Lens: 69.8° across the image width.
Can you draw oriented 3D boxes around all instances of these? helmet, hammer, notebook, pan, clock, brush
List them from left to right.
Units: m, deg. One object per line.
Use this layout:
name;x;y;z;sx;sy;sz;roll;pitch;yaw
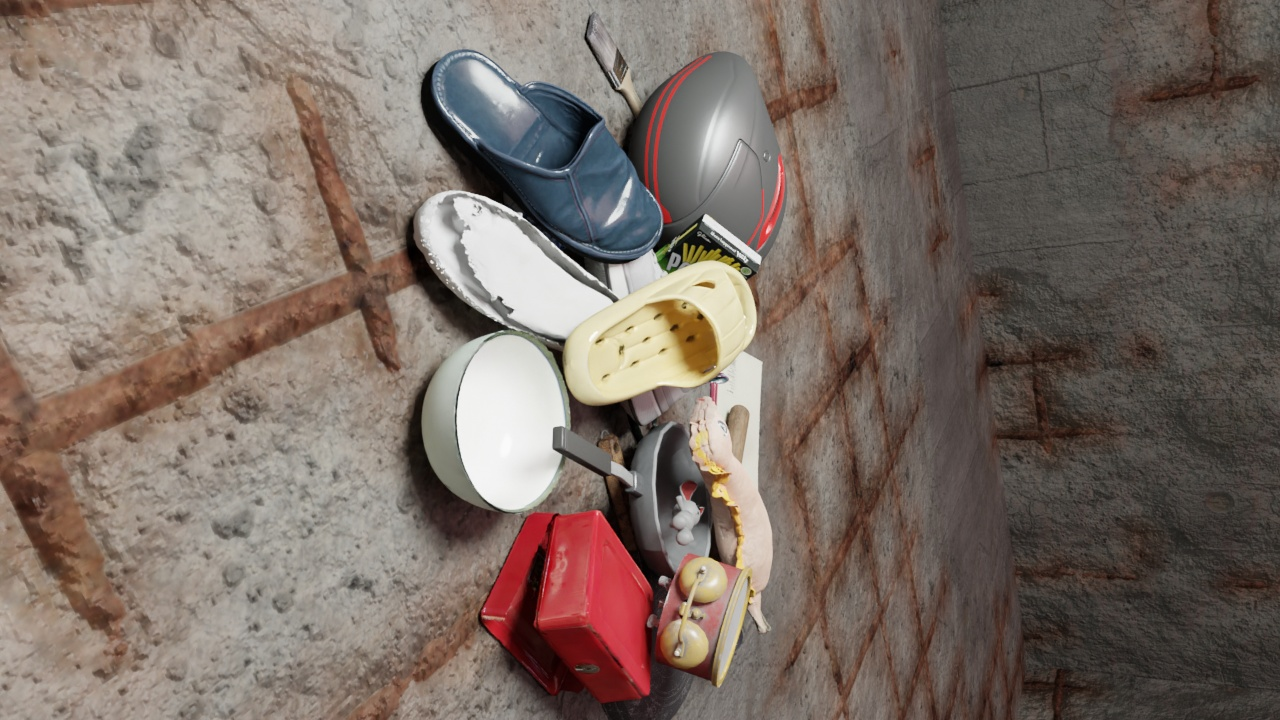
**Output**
brush;-0.023;-0.329;1.061;0.151;0.012;0.038;54;43;-43
pan;-0.005;0.127;0.933;0.357;0.041;0.178;41;44;-59
pan;0.004;0.246;1.025;0.207;0.040;0.357;-31;115;-56
clock;0.052;0.245;0.890;0.159;0.081;0.117;58;48;-68
helmet;0.069;-0.225;1.056;0.169;0.164;0.264;11;87;-47
hammer;0.104;0.189;1.152;0.129;0.040;0.320;54;38;-40
notebook;0.133;0.085;1.279;0.153;0.012;0.208;24;66;-55

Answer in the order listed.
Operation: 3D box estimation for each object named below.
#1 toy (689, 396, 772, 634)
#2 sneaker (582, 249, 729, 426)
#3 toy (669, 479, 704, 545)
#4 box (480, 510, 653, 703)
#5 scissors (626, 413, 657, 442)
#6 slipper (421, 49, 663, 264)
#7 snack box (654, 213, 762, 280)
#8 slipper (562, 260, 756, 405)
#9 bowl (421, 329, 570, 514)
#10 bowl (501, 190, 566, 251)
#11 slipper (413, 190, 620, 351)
toy;0.104;0.170;1.019;0.264;0.065;0.195;64;15;-52
sneaker;0.017;-0.067;0.971;0.128;0.097;0.263;-19;109;-14
toy;0.048;0.160;0.951;0.111;0.030;0.049;-46;121;-77
box;-0.050;0.232;0.867;0.157;0.113;0.134;58;36;-38
scissors;-0.009;0.007;1.048;0.210;0.015;0.141;57;43;-39
slipper;-0.067;-0.184;0.827;0.265;0.084;0.108;37;62;-28
snack box;0.055;-0.095;1.014;0.080;0.148;0.025;34;52;-18
slipper;0.040;-0.027;0.888;0.260;0.079;0.111;-23;109;-38
bowl;-0.131;0.053;0.783;0.153;0.073;0.153;11;77;-59
bowl;-0.084;-0.161;0.909;0.114;0.045;0.114;10;78;-58
slipper;-0.105;-0.074;0.835;0.246;0.075;0.112;33;60;-44
